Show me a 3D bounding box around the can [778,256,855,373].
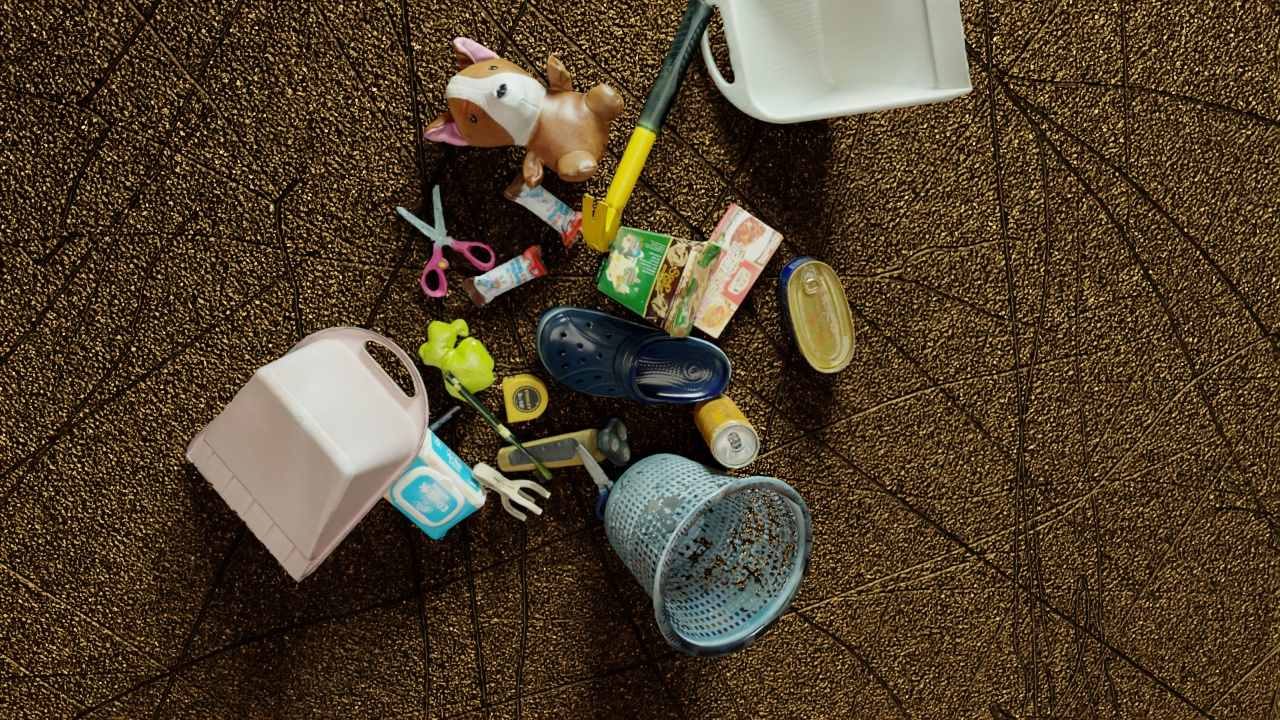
[{"bbox_3d":[0.223,-0.059,1.161,0.074,0.049,0.148,-21,108,-1],"label":"can"}]

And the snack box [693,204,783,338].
[{"bbox_3d":[0.105,-0.110,1.143,0.075,0.025,0.153,31,100,-14],"label":"snack box"}]

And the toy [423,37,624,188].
[{"bbox_3d":[-0.129,-0.272,1.018,0.199,0.130,0.140,22,87,-3],"label":"toy"}]

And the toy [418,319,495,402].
[{"bbox_3d":[-0.223,-0.001,1.131,0.100,0.031,0.097,23,106,-9],"label":"toy"}]

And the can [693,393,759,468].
[{"bbox_3d":[0.105,0.084,1.137,0.058,0.146,0.058,-1,103,-6],"label":"can"}]

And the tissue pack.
[{"bbox_3d":[-0.266,0.154,1.146,0.090,0.063,0.140,-37,118,5],"label":"tissue pack"}]

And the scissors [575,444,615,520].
[{"bbox_3d":[-0.057,0.161,1.171,0.106,0.012,0.174,-44,134,18],"label":"scissors"}]

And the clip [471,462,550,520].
[{"bbox_3d":[-0.158,0.165,1.164,0.101,0.096,0.035,55,50,-37],"label":"clip"}]

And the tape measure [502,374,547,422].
[{"bbox_3d":[-0.145,0.045,1.156,0.057,0.029,0.060,-8,107,-4],"label":"tape measure"}]

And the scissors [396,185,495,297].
[{"bbox_3d":[-0.230,-0.142,1.097,0.125,0.017,0.133,-2,103,-5],"label":"scissors"}]

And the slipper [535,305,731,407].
[{"bbox_3d":[-0.007,0.007,1.130,0.252,0.095,0.105,12,102,-14],"label":"slipper"}]

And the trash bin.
[{"bbox_3d":[0.063,0.214,1.128,0.226,0.195,0.227,-11,112,-30],"label":"trash bin"}]

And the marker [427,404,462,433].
[{"bbox_3d":[-0.276,0.094,1.160,0.124,0.015,0.018,-35,112,5],"label":"marker"}]

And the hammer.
[{"bbox_3d":[0.008,-0.264,1.045,0.033,0.128,0.301,26,97,12],"label":"hammer"}]

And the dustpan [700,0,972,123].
[{"bbox_3d":[0.192,-0.367,0.992,0.142,0.258,0.223,-24,110,-25],"label":"dustpan"}]

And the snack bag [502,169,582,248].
[{"bbox_3d":[-0.110,-0.182,1.094,0.104,0.026,0.048,40,86,-17],"label":"snack bag"}]

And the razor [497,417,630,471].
[{"bbox_3d":[-0.098,0.114,1.168,0.167,0.067,0.062,-9,86,2],"label":"razor"}]

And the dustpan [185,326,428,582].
[{"bbox_3d":[-0.384,0.098,1.110,0.222,0.138,0.274,49,123,5],"label":"dustpan"}]

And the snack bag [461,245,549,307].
[{"bbox_3d":[-0.161,-0.102,1.110,0.105,0.026,0.045,-26,131,1],"label":"snack bag"}]

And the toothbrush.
[{"bbox_3d":[-0.177,0.084,1.134,0.017,0.012,0.186,-36,103,30],"label":"toothbrush"}]

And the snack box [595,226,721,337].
[{"bbox_3d":[0.019,-0.102,1.084,0.106,0.117,0.118,24,98,16],"label":"snack box"}]
